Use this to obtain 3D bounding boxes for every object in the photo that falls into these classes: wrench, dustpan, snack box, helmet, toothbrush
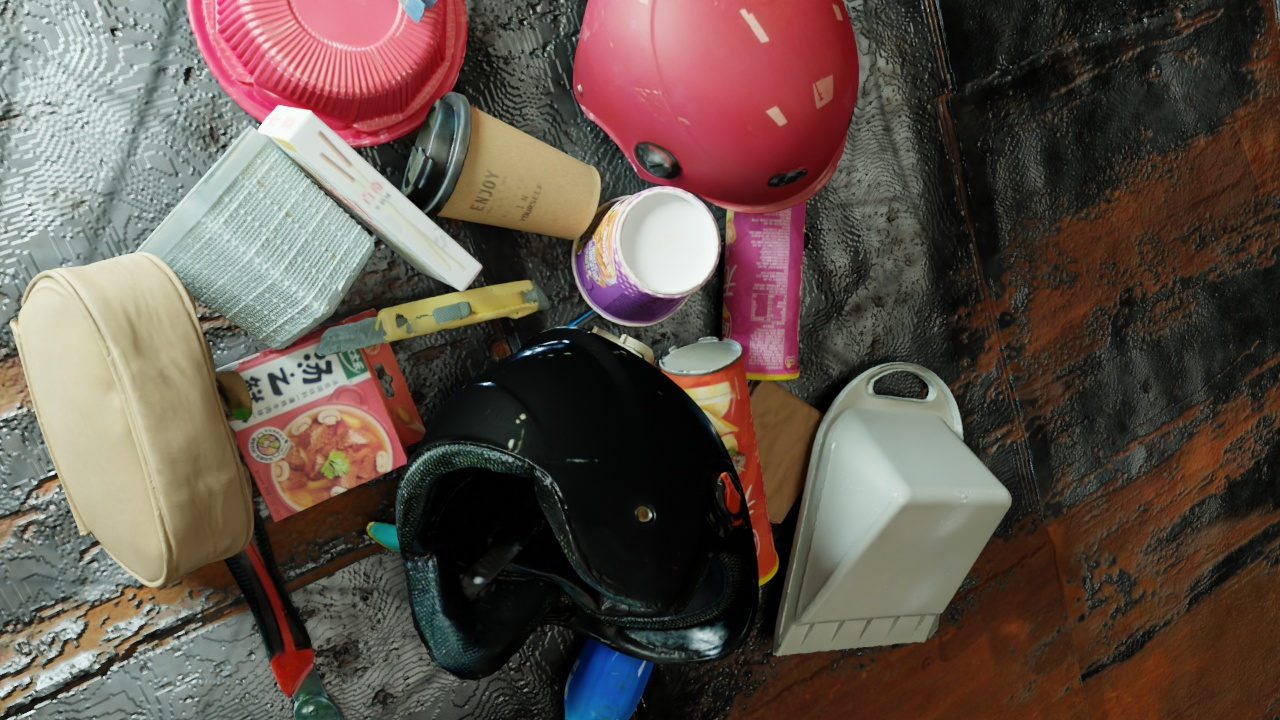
[{"bbox_3d":[-0.276,0.207,0.694,0.056,0.016,0.273,-17,104,-22],"label":"wrench"},{"bbox_3d":[0.237,0.143,0.904,0.222,0.142,0.258,7,123,-32],"label":"dustpan"},{"bbox_3d":[-0.231,0.038,0.674,0.127,0.044,0.113,-25,106,-19],"label":"snack box"},{"bbox_3d":[0.067,-0.235,0.682,0.240,0.144,0.206,44,78,4],"label":"helmet"},{"bbox_3d":[-0.036,0.110,0.669,0.274,0.234,0.229,35,47,-23],"label":"helmet"},{"bbox_3d":[-0.185,-0.110,0.635,0.157,0.085,0.027,43,79,-36],"label":"snack box"},{"bbox_3d":[-0.018,-0.053,0.775,0.189,0.014,0.016,-36,134,-15],"label":"toothbrush"}]

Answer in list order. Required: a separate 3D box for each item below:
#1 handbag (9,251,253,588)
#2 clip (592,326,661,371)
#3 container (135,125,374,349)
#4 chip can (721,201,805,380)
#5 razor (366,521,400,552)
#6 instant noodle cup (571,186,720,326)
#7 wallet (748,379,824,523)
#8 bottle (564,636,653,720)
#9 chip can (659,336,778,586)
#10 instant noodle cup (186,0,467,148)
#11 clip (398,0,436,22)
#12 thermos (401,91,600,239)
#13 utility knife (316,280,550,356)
[{"bbox_3d":[-0.319,0.036,0.588,0.099,0.148,0.204,-25,110,-50],"label":"handbag"},{"bbox_3d":[-0.010,0.002,0.782,0.103,0.092,0.035,30,82,-60],"label":"clip"},{"bbox_3d":[-0.252,-0.075,0.613,0.111,0.090,0.089,43,45,-26],"label":"container"},{"bbox_3d":[0.107,-0.091,0.793,0.071,0.071,0.210,-1,97,-24],"label":"chip can"},{"bbox_3d":[-0.158,0.153,0.731,0.132,0.028,0.043,25,63,-28],"label":"razor"},{"bbox_3d":[0.008,-0.086,0.724,0.111,0.099,0.111,1,86,-14],"label":"instant noodle cup"},{"bbox_3d":[0.120,0.084,0.853,0.101,0.020,0.115,31,87,-24],"label":"wallet"},{"bbox_3d":[-0.021,0.256,0.787,0.065,0.065,0.218,27,86,-25],"label":"bottle"},{"bbox_3d":[0.069,0.091,0.782,0.073,0.073,0.217,-20,115,-21],"label":"chip can"},{"bbox_3d":[-0.208,-0.248,0.634,0.193,0.066,0.194,-3,97,-24],"label":"instant noodle cup"},{"bbox_3d":[-0.161,-0.253,0.606,0.058,0.026,0.038,41,68,-15],"label":"clip"},{"bbox_3d":[-0.105,-0.137,0.686,0.143,0.093,0.093,14,91,-32],"label":"thermos"},{"bbox_3d":[-0.152,-0.033,0.695,0.196,0.020,0.031,-16,93,-33],"label":"utility knife"}]
